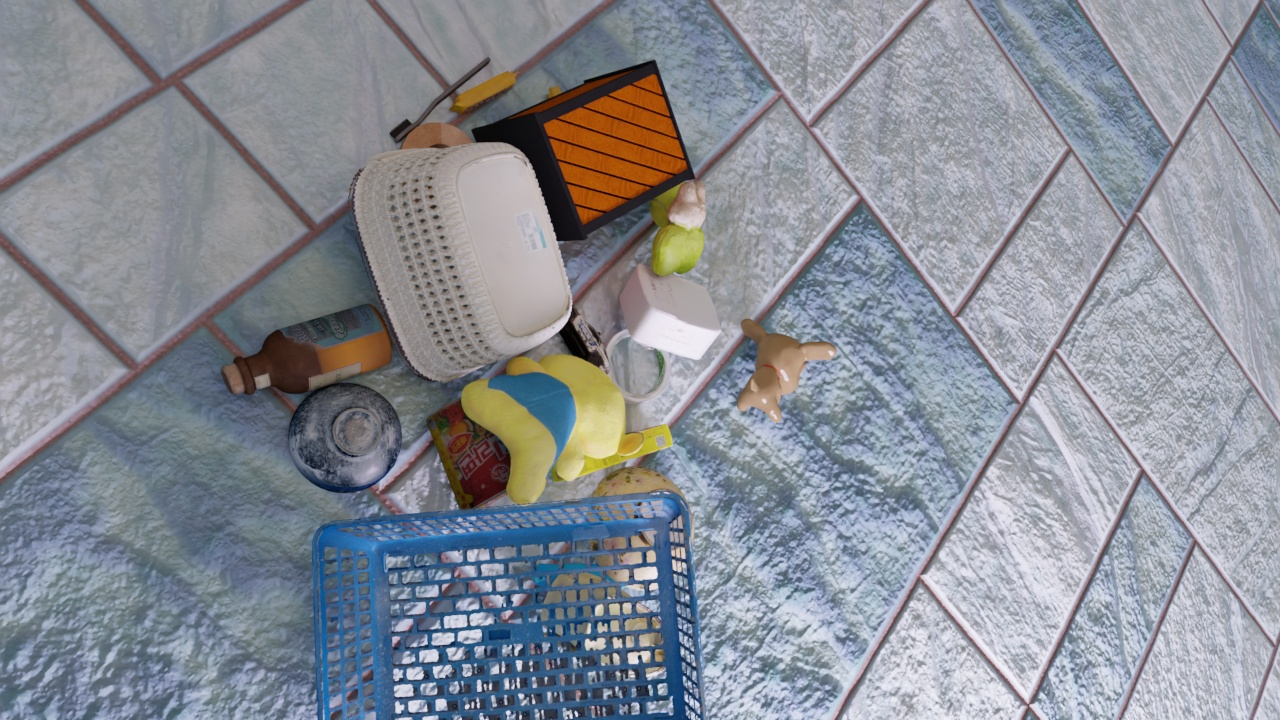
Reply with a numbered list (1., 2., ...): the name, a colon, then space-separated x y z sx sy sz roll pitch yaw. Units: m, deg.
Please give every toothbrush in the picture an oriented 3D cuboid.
1. toothbrush: -0.229 -0.305 1.064 0.013 0.013 0.167 44 63 -6

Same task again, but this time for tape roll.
1. tape roll: -0.007 0.007 1.123 0.093 0.018 0.093 6 77 -29
2. tape roll: -0.228 -0.220 1.039 0.094 0.027 0.094 6 77 -28

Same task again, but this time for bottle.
1. bottle: -0.333 -0.004 0.915 0.156 0.068 0.068 -21 91 -31

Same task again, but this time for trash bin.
1. trash bin: -0.064 -0.235 1.047 0.171 0.140 0.140 -34 114 -30

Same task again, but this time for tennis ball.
1. tennis ball: 0.044 -0.195 1.163 0.065 0.065 0.065 6 77 -28

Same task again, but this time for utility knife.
1. utility knife: -0.065 0.243 1.045 0.174 0.015 0.031 9 73 -29

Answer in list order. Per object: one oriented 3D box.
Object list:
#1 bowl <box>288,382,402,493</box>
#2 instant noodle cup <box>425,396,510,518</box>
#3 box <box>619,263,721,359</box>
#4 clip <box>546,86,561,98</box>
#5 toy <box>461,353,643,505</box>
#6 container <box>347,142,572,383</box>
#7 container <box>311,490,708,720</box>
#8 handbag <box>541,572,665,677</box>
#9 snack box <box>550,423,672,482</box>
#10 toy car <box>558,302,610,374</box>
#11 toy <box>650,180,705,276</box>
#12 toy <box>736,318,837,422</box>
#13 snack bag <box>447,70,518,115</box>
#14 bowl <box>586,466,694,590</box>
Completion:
1. bowl: -0.292 0.076 0.927 0.114 0.061 0.114 5 79 -28
2. instant noodle cup: -0.172 0.096 0.974 0.100 0.101 0.112 -28 87 -30
3. box: 0.024 -0.047 1.123 0.107 0.095 0.102 19 34 -28
4. clip: -0.107 -0.304 1.124 0.046 0.048 0.054 -27 96 -55
5. toy: -0.084 0.056 0.972 0.149 0.084 0.213 57 31 13
6. container: -0.177 -0.108 0.950 0.184 0.143 0.252 -33 111 -52
7. container: -0.121 0.267 0.879 0.362 0.089 0.257 -6 82 6
8. handbag: -0.034 0.285 0.988 0.111 0.119 0.081 27 79 -26
9. snack box: -0.034 0.107 1.075 0.147 0.040 0.029 -15 87 -30
10. toy car: -0.071 -0.030 1.076 0.040 0.049 0.113 -35 98 -28
11. toy: 0.050 -0.159 1.101 0.092 0.043 0.118 -14 121 -54
12. toy: 0.170 0.017 1.180 0.108 0.134 0.106 -58 151 -25
13. snack bag: -0.184 -0.316 1.083 0.099 0.026 0.020 -38 99 -30
14. bowl: 0.014 0.189 1.064 0.145 0.063 0.145 11 68 -28
